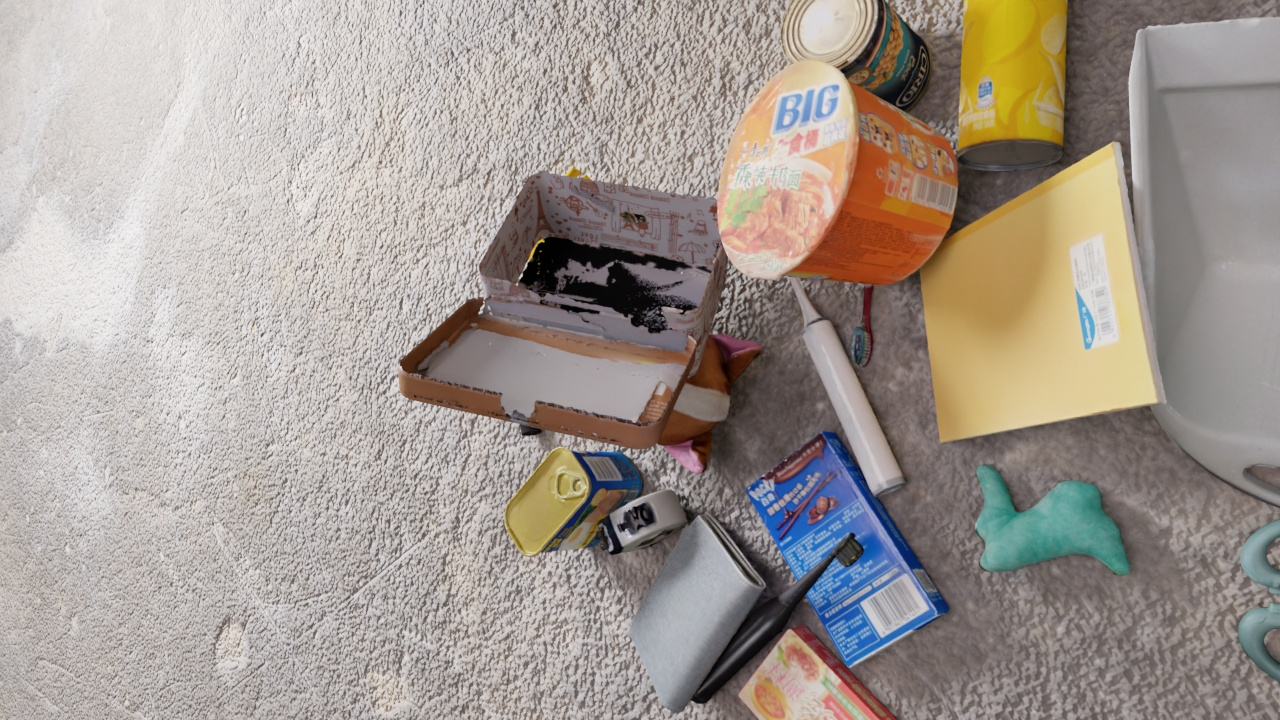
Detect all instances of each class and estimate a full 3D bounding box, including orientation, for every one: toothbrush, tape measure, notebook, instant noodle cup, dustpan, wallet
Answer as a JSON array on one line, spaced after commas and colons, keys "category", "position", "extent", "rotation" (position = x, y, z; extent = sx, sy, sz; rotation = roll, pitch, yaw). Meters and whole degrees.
[{"category": "toothbrush", "position": [0.177, -0.089, 0.711], "extent": [0.016, 0.017, 0.187], "rotation": [4, 88, 36]}, {"category": "tape measure", "position": [0.005, 0.138, 0.782], "extent": [0.066, 0.065, 0.033], "rotation": [-36, 69, 30]}, {"category": "toothbrush", "position": [0.100, 0.201, 0.707], "extent": [0.213, 0.026, 0.027], "rotation": [-53, 56, 31]}, {"category": "notebook", "position": [0.239, -0.029, 0.581], "extent": [0.207, 0.010, 0.145], "rotation": [139, 128, -73]}, {"category": "toothbrush", "position": [0.148, 0.000, 0.716], "extent": [0.026, 0.026, 0.221], "rotation": [105, 147, -65]}, {"category": "instant noodle cup", "position": [0.142, -0.122, 0.651], "extent": [0.152, 0.111, 0.151], "rotation": [-27, 59, 57]}, {"category": "dustpan", "position": [0.365, -0.028, 0.457], "extent": [0.223, 0.257, 0.142], "rotation": [8, 66, 37]}, {"category": "wallet", "position": [0.044, 0.203, 0.754], "extent": [0.130, 0.037, 0.106], "rotation": [-61, 31, 15]}]

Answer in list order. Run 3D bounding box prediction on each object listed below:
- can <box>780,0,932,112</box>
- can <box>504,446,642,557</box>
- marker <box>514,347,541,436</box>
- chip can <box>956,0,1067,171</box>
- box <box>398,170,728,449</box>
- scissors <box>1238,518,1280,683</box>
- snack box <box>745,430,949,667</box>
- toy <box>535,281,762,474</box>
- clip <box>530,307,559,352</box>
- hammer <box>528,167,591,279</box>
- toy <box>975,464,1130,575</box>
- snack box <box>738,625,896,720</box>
[{"category": "can", "position": [0.161, -0.230, 0.681], "extent": [0.075, 0.111, 0.075], "rotation": [-5, 81, 36]}, {"category": "can", "position": [-0.059, 0.126, 0.821], "extent": [0.102, 0.083, 0.057], "rotation": [-50, 59, 21]}, {"category": "marker", "position": [-0.119, 0.011, 0.919], "extent": [0.022, 0.020, 0.132], "rotation": [-17, 74, 23]}, {"category": "chip can", "position": [0.259, -0.244, 0.636], "extent": [0.072, 0.072, 0.213], "rotation": [1, 86, 37]}, {"category": "box", "position": [-0.043, -0.031, 0.676], "extent": [0.179, 0.103, 0.260], "rotation": [11, 50, 11]}, {"category": "scissors", "position": [0.422, 0.121, 0.495], "extent": [0.186, 0.019, 0.129], "rotation": [-20, 82, 33]}, {"category": "snack box", "position": [0.152, 0.141, 0.696], "extent": [0.085, 0.026, 0.157], "rotation": [-43, 62, 26]}, {"category": "toy", "position": [-0.005, 0.005, 0.778], "extent": [0.200, 0.130, 0.140], "rotation": [29, 105, 26]}, {"category": "clip", "position": [-0.095, -0.019, 0.868], "extent": [0.035, 0.101, 0.096], "rotation": [2, 112, 35]}, {"category": "hammer", "position": [0.017, -0.121, 0.817], "extent": [0.301, 0.032, 0.128], "rotation": [-1, 74, 34]}, {"category": "toy", "position": [0.265, 0.108, 0.615], "extent": [0.092, 0.030, 0.096], "rotation": [-28, 63, 29]}, {"category": "snack box", "position": [0.149, 0.279, 0.683], "extent": [0.153, 0.025, 0.075], "rotation": [43, 109, 32]}]
